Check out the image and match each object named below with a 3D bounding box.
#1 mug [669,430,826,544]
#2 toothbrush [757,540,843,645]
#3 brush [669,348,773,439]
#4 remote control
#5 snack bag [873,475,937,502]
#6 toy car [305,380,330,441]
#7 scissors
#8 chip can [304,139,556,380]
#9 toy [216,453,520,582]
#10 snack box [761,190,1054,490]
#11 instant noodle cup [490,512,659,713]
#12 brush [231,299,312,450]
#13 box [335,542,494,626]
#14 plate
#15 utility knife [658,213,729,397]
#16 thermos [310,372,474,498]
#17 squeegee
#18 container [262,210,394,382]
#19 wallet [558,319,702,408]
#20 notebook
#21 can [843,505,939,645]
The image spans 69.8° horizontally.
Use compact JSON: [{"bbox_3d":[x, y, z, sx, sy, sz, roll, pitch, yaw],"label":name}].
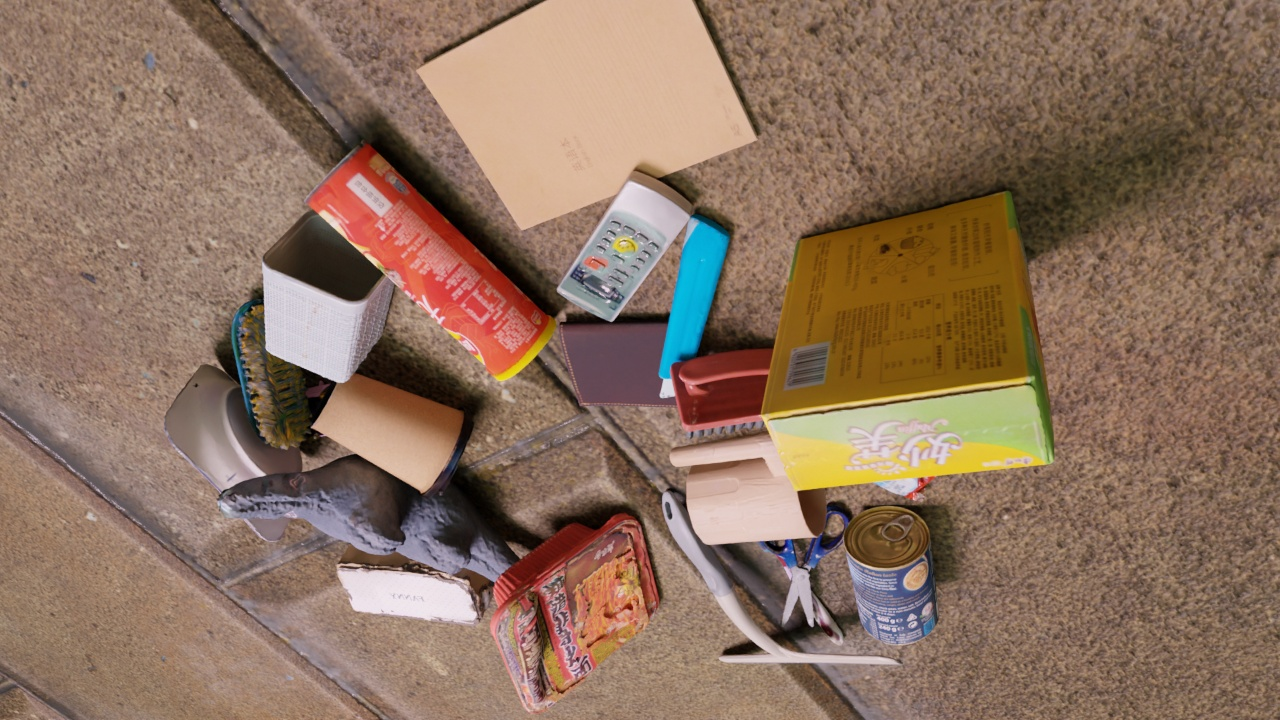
[{"bbox_3d":[0.095,0.108,0.806,0.104,0.084,0.125,-12,136,26],"label":"mug"},{"bbox_3d":[0.162,0.232,0.930,0.016,0.017,0.187,-22,117,26],"label":"toothbrush"},{"bbox_3d":[0.100,0.018,0.734,0.145,0.063,0.069,-6,144,-7],"label":"brush"},{"bbox_3d":[-0.014,-0.087,0.726,0.056,0.019,0.135,29,132,-12],"label":"remote control"},{"bbox_3d":[0.208,0.092,0.801,0.105,0.026,0.045,24,139,-2],"label":"snack bag"},{"bbox_3d":[-0.313,0.049,0.919,0.123,0.037,0.056,-9,119,38],"label":"toy car"},{"bbox_3d":[0.149,0.202,0.897,0.146,0.012,0.170,25,120,-17],"label":"scissors"},{"bbox_3d":[-0.168,-0.078,0.751,0.073,0.073,0.216,-32,113,34],"label":"chip can"},{"bbox_3d":[-0.244,0.154,0.906,0.356,0.137,0.091,28,112,-41],"label":"toy"},{"bbox_3d":[0.176,-0.017,0.606,0.158,0.209,0.070,-11,125,25],"label":"snack box"},{"bbox_3d":[-0.073,0.247,0.939,0.079,0.188,0.165,28,140,43],"label":"instant noodle cup"},{"bbox_3d":[-0.353,0.012,0.873,0.074,0.055,0.144,14,114,57],"label":"brush"},{"bbox_3d":[-0.262,0.248,1.047,0.184,0.059,0.090,5,128,16],"label":"box"},{"bbox_3d":[-0.379,0.081,0.895,0.034,0.163,0.164,-30,114,4],"label":"plate"},{"bbox_3d":[0.039,-0.037,0.740,0.034,0.018,0.167,13,120,1],"label":"utility knife"},{"bbox_3d":[-0.227,0.066,0.857,0.143,0.092,0.093,28,131,-21],"label":"thermos"},{"bbox_3d":[0.092,0.231,0.915,0.247,0.039,0.246,-22,111,50],"label":"squeegee"},{"bbox_3d":[-0.269,-0.051,0.794,0.090,0.089,0.112,24,133,-2],"label":"container"},{"bbox_3d":[-0.005,0.005,0.802,0.122,0.020,0.096,1,131,16],"label":"wallet"},{"bbox_3d":[-0.039,-0.188,0.666,0.212,0.012,0.149,-16,123,27],"label":"notebook"},{"bbox_3d":[0.233,0.200,0.847,0.075,0.075,0.111,-5,126,20],"label":"can"}]
